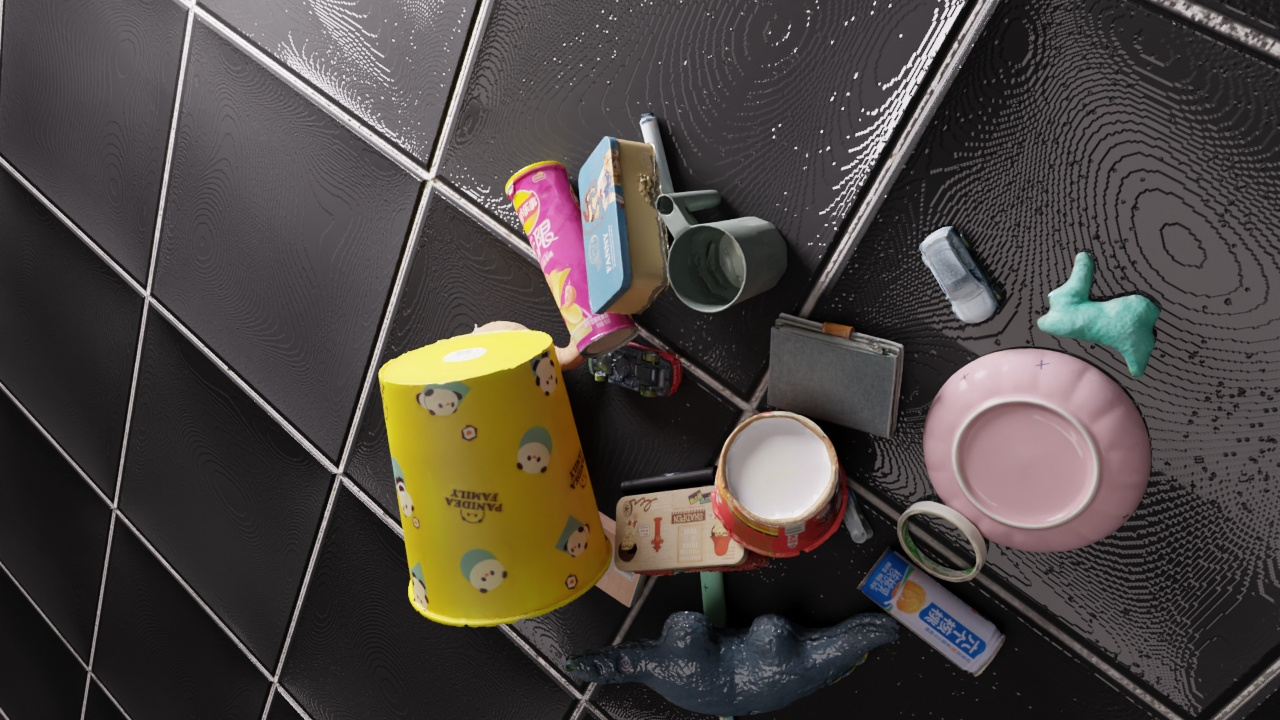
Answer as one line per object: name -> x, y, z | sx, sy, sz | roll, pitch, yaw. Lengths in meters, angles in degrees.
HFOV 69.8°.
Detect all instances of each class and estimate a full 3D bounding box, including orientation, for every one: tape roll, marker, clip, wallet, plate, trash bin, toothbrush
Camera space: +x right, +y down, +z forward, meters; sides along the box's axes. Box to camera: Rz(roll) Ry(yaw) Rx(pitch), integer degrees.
tape roll -> 0.287, 0.174, 0.876 | 0.086, 0.013, 0.086 | 29, 139, 29
marker -> 0.021, -0.193, 0.960 | 0.018, 0.022, 0.131 | -172, 66, -73
clip -> 0.217, 0.158, 0.935 | 0.025, 0.029, 0.057 | -36, 72, 32
wallet -> 0.190, 0.012, 0.899 | 0.130, 0.036, 0.107 | 16, 122, 30
plate -> 0.344, 0.087, 0.817 | 0.193, 0.038, 0.192 | 10, 109, 31
trash bin -> -0.163, 0.114, 0.988 | 0.230, 0.228, 0.255 | 2, 110, 33
toothbrush -> 0.089, 0.325, 1.058 | 0.027, 0.026, 0.224 | 0, 103, 22
marker -> 0.033, 0.139, 1.045 | 0.132, 0.020, 0.022 | -14, 74, 35

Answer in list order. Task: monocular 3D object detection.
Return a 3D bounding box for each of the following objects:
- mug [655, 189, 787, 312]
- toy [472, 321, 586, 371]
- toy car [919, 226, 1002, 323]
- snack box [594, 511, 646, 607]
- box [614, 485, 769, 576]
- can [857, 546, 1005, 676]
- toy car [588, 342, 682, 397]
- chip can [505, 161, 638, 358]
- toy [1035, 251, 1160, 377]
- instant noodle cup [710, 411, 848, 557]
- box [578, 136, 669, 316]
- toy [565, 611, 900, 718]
mug -> 0.077, -0.113, 0.895 | 0.084, 0.103, 0.124 | -35, 82, 35
toy -> -0.158, 0.016, 1.105 | 0.143, 0.082, 0.227 | 46, 121, -4
toy car -> 0.284, -0.075, 0.815 | 0.043, 0.034, 0.090 | -31, 87, 32
snack box -> -0.060, 0.227, 1.127 | 0.157, 0.026, 0.085 | 29, 118, 24
box -> 0.059, 0.192, 1.007 | 0.169, 0.076, 0.091 | -13, 66, 35
can -> 0.282, 0.244, 0.893 | 0.134, 0.053, 0.053 | 37, 120, 19
toy car -> -0.006, 0.006, 1.019 | 0.121, 0.045, 0.053 | 17, 110, 35
chip can -> -0.074, -0.109, 0.990 | 0.072, 0.071, 0.210 | -35, 72, 35
toy -> 0.381, -0.040, 0.764 | 0.092, 0.030, 0.096 | 12, 104, 28
instant noodle cup -> 0.135, 0.115, 0.884 | 0.138, 0.108, 0.137 | -3, 71, 7
box -> -0.017, -0.129, 0.927 | 0.090, 0.059, 0.184 | 138, 131, -57
toy -> 0.099, 0.325, 0.985 | 0.357, 0.091, 0.138 | -9, 135, 13
